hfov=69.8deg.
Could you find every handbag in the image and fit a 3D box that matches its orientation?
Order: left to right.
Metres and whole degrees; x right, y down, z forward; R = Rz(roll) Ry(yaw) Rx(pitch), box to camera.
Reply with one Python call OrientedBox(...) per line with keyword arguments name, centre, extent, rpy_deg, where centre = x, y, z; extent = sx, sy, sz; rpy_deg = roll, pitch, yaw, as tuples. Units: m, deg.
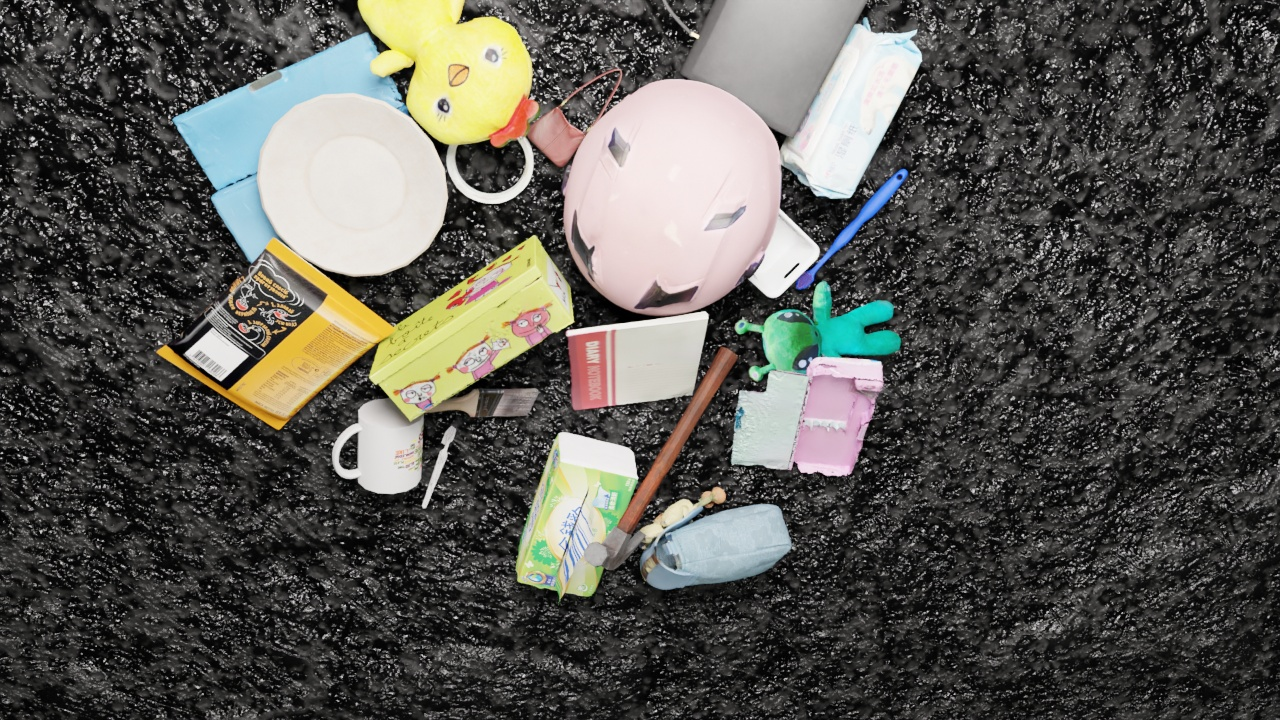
OrientedBox(name="handbag", centre=(-0.064, -0.267, 0.981), extent=(0.120, 0.029, 0.055), rpy_deg=(-45, 110, 8))
OrientedBox(name="handbag", centre=(0.090, 0.228, 1.187), extent=(0.191, 0.118, 0.122), rpy_deg=(-10, 156, -13))
OrientedBox(name="handbag", centre=(0.108, -0.356, 0.939), extent=(0.195, 0.072, 0.176), rpy_deg=(23, 110, -12))

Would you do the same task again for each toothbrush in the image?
OrientedBox(name="toothbrush", centre=(-0.234, 0.122, 1.054), extent=(0.010, 0.181, 0.010), rpy_deg=(40, 107, -16))
OrientedBox(name="toothbrush", centre=(0.246, -0.152, 1.074), extent=(0.016, 0.018, 0.183), rpy_deg=(43, 106, 7))

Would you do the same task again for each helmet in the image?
OrientedBox(name="helmet", centre=(0.026, -0.154, 0.944), extent=(0.230, 0.152, 0.256), rpy_deg=(32, 113, -2))

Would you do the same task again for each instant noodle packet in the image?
OrientedBox(name="instant noodle packet", centre=(-0.408, -0.021, 1.028), extent=(0.221, 0.032, 0.160), rpy_deg=(-36, 121, 23))

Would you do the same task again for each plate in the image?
OrientedBox(name="plate", centre=(-0.295, -0.181, 0.951), extent=(0.188, 0.027, 0.189), rpy_deg=(-2, 114, -5))

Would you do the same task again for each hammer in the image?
OrientedBox(name="hammer", centre=(0.032, 0.116, 1.105), extent=(0.028, 0.111, 0.300), rpy_deg=(29, 84, 19))

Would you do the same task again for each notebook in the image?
OrientedBox(name="notebook", centre=(-0.006, 0.006, 1.050), extent=(0.153, 0.012, 0.209), rpy_deg=(-7, 155, -5))

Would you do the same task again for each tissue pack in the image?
OrientedBox(name="tissue pack", centre=(-0.080, 0.210, 1.136), extent=(0.120, 0.141, 0.198), rpy_deg=(9, 114, -11))
OrientedBox(name="tissue pack", centre=(0.217, -0.268, 0.965), extent=(0.070, 0.112, 0.182), rpy_deg=(17, 111, -16))

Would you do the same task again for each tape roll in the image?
OrientedBox(name="tape roll", centre=(-0.163, -0.217, 0.996), extent=(0.093, 0.013, 0.093), rpy_deg=(-3, 116, -6))

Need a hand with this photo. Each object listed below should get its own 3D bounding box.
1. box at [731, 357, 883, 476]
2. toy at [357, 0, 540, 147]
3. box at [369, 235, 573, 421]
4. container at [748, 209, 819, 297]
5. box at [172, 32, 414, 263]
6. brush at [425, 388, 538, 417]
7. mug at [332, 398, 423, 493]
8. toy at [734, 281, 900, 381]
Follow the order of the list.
OrientedBox(name="box", centre=(0.194, 0.071, 1.111), extent=(0.159, 0.035, 0.231), rpy_deg=(3, 145, 4))
OrientedBox(name="toy", centre=(-0.189, -0.300, 0.917), extent=(0.134, 0.092, 0.207), rpy_deg=(-42, 104, 6))
OrientedBox(name="box", centre=(-0.187, -0.037, 1.020), extent=(0.221, 0.124, 0.081), rpy_deg=(-29, 115, 9))
OrientedBox(name="container", centre=(0.132, -0.142, 1.047), extent=(0.129, 0.049, 0.081), rpy_deg=(39, 105, -21))
OrientedBox(name="box", centre=(-0.348, -0.217, 0.964), extent=(0.231, 0.033, 0.174), rpy_deg=(-23, 115, 5))
OrientedBox(name="brush", centre=(-0.194, 0.051, 1.093), extent=(0.151, 0.012, 0.039), rpy_deg=(1, 118, -31))
OrientedBox(name="mug", centre=(-0.312, 0.104, 1.088), extent=(0.105, 0.073, 0.090), rpy_deg=(-8, 119, -32))
OrientedBox(name="toy", centre=(0.216, -0.025, 1.107), extent=(0.193, 0.072, 0.130), rpy_deg=(-9, 77, -6))
